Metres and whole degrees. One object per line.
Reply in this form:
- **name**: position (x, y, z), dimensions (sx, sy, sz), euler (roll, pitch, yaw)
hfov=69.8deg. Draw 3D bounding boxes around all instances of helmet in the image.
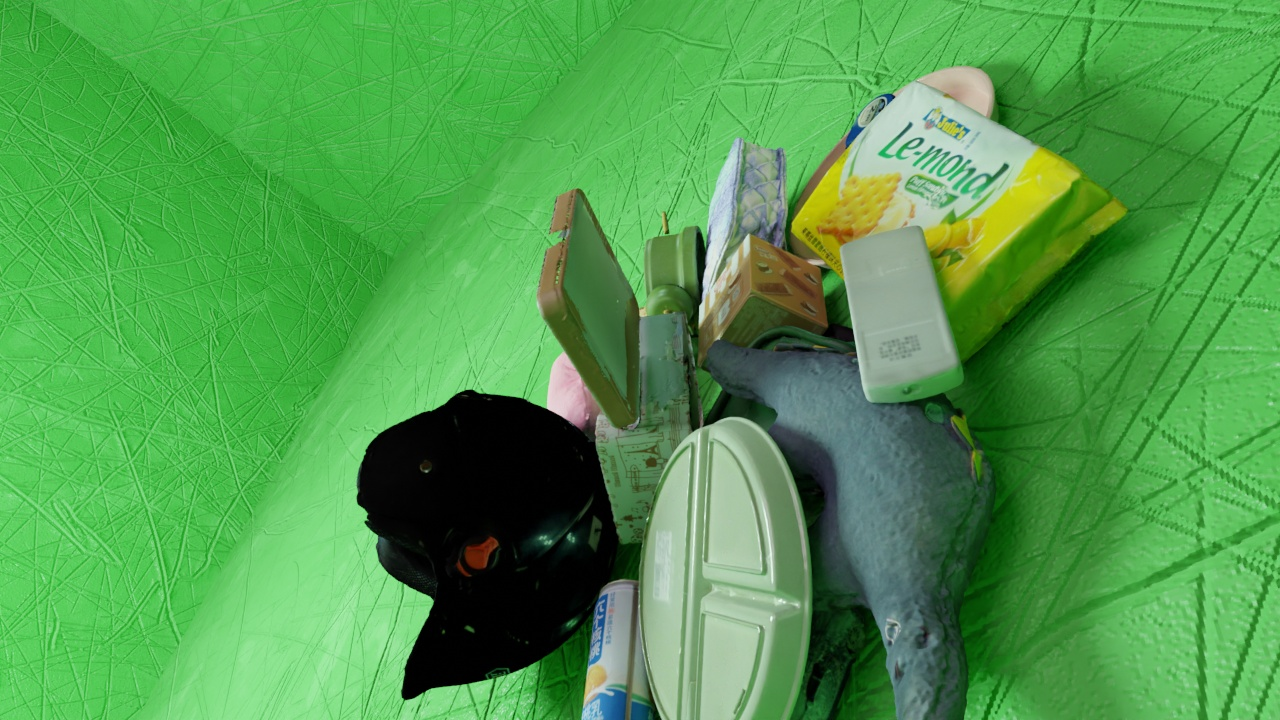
- **helmet**: position (-0.133, 0.162, 0.821), dimensions (0.234, 0.230, 0.274), euler (110, 164, -65)

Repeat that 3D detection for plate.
- **plate**: position (0.233, -0.175, 0.854), dimensions (0.230, 0.028, 0.229), euler (-42, 24, 23)
- **plate**: position (0.045, 0.151, 0.612), dimensions (0.230, 0.027, 0.230), euler (-173, 90, -70)

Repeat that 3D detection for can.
- **can**: position (-0.014, 0.236, 0.701), dimensions (0.053, 0.053, 0.134), euler (-40, 26, 30)

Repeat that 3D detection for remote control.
- **remote control**: position (0.164, -0.032, 0.585), dimensions (0.058, 0.021, 0.149), euler (-13, 40, 17)

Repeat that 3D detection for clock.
- **clock**: position (0.039, -0.066, 0.954), dimensions (0.056, 0.116, 0.161), euler (-5, 58, 11)

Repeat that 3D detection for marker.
- **marker**: position (0.182, -0.009, 0.718), dimensions (0.132, 0.022, 0.020), euler (-145, 48, -68)

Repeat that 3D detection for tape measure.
- **tape measure**: position (0.226, -0.224, 0.869), dimensions (0.055, 0.025, 0.058), euler (1, 60, 61)

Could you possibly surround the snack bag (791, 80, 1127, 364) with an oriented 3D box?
- **snack bag**: position (0.219, -0.104, 0.687), dimensions (0.158, 0.068, 0.246), euler (-48, 33, 15)

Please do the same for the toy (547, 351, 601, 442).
- **toy**: position (-0.061, 0.057, 0.964), dimensions (0.178, 0.074, 0.194), euler (-124, 35, -83)

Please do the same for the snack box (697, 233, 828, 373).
- **snack box**: position (0.106, -0.039, 0.810), dimensions (0.093, 0.077, 0.094), euler (-57, 16, 36)

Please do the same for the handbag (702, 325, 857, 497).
- **handbag**: position (0.118, 0.043, 0.721), dimensions (0.120, 0.068, 0.131), euler (8, 62, 55)

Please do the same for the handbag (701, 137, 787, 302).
- **handbag**: position (0.108, -0.129, 0.936), dimensions (0.193, 0.075, 0.134), euler (-79, 5, -48)

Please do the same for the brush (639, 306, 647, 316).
- **brush**: position (-0.003, 0.031, 1.007), dimensions (0.083, 0.046, 0.254), euler (-34, 33, 30)

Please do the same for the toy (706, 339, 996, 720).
- **toy**: position (0.140, 0.072, 0.567), dimensions (0.138, 0.091, 0.355), euler (-23, 36, 4)

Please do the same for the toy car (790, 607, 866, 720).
- **toy car**: position (0.102, 0.195, 0.565), dimensions (0.049, 0.031, 0.105), euler (-11, 48, 59)

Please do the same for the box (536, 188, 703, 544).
- **box**: position (-0.005, 0.003, 0.754), dimensions (0.088, 0.262, 0.177), euler (-8, 35, 7)

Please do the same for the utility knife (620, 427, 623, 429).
- **utility knife**: position (-0.038, 0.037, 1.090), dimensions (0.029, 0.013, 0.192), euler (-45, 25, 14)
